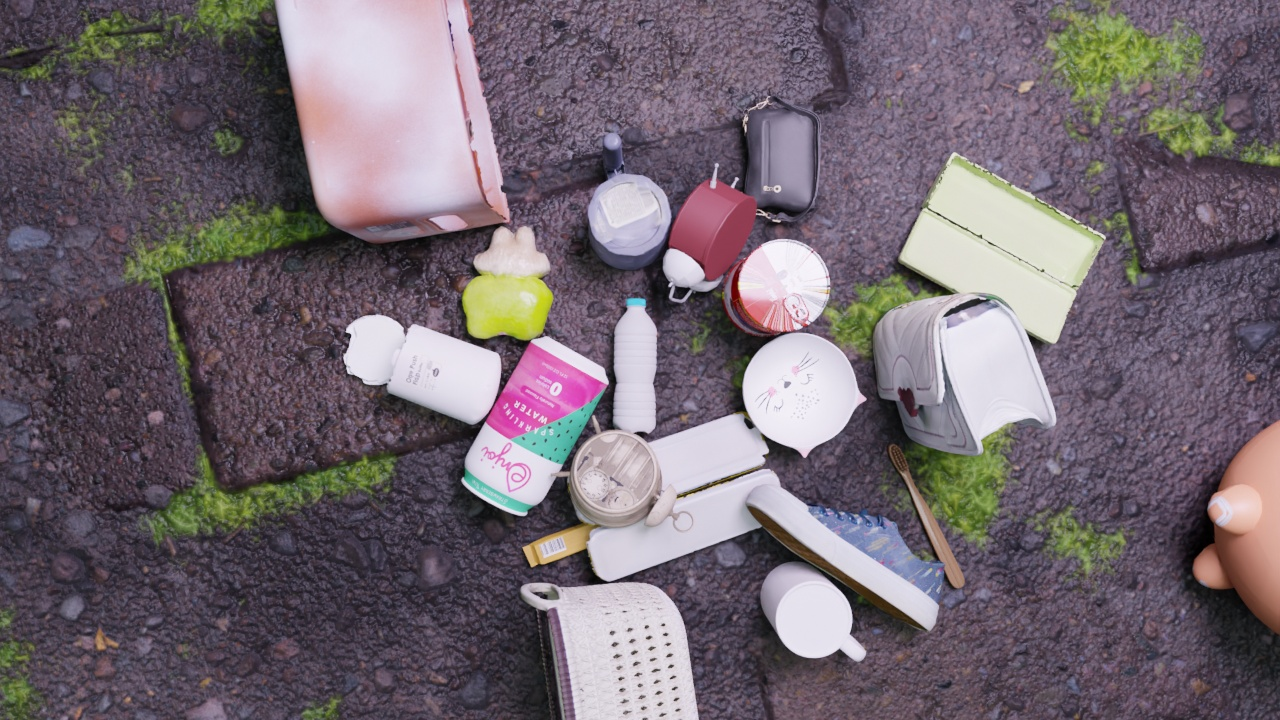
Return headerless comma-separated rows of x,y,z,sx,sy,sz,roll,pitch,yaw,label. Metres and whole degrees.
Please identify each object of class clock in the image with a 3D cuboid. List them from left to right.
-0.009,0.121,0.886,0.141,0.055,0.092,32,72,11,clock
0.066,-0.120,0.911,0.048,0.096,0.138,32,101,20,clock

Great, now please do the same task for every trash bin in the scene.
-0.231,-0.251,0.867,0.157,0.181,0.259,-10,91,0,trash bin

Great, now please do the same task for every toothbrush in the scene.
0.299,0.163,0.961,0.016,0.016,0.167,-26,91,-3,toothbrush

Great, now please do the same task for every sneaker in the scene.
0.215,0.181,0.920,0.235,0.087,0.079,35,77,-10,sneaker

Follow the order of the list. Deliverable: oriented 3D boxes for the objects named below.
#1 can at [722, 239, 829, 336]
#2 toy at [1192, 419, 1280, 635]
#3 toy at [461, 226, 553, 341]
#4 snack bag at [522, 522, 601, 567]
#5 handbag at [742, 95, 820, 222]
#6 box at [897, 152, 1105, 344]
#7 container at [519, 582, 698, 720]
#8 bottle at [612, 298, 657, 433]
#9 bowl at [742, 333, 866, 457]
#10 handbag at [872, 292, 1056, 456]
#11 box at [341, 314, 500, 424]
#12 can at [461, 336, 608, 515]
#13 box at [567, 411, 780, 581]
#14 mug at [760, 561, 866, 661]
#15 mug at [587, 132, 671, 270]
0.131,-0.069,0.906,0.086,0.116,0.086,0,90,-2,can
0.680,0.156,0.856,0.281,0.263,0.265,-10,48,16,toy
-0.134,-0.079,0.936,0.092,0.043,0.117,3,87,1,toy
-0.071,0.185,0.948,0.099,0.020,0.026,-21,91,-2,snack bag
0.142,-0.206,0.940,0.079,0.054,0.128,-1,93,4,handbag
0.374,-0.115,0.956,0.187,0.030,0.138,27,83,-2,box
-0.028,0.329,0.874,0.143,0.185,0.251,-8,89,-11,container
-0.006,0.005,0.938,0.044,0.044,0.136,1,90,-2,bottle
0.159,0.030,0.939,0.114,0.050,0.114,0,90,-2,bowl
0.290,0.009,0.871,0.096,0.198,0.142,-22,89,0,handbag
-0.224,0.006,0.918,0.165,0.094,0.084,21,93,-10,box
-0.105,0.064,0.913,0.088,0.088,0.166,29,89,-1,can
0.038,0.138,0.934,0.209,0.045,0.128,-18,93,-9,box
0.178,0.259,0.919,0.110,0.090,0.074,40,89,-1,mug
-0.016,-0.156,0.909,0.084,0.104,0.124,-12,90,-1,mug
